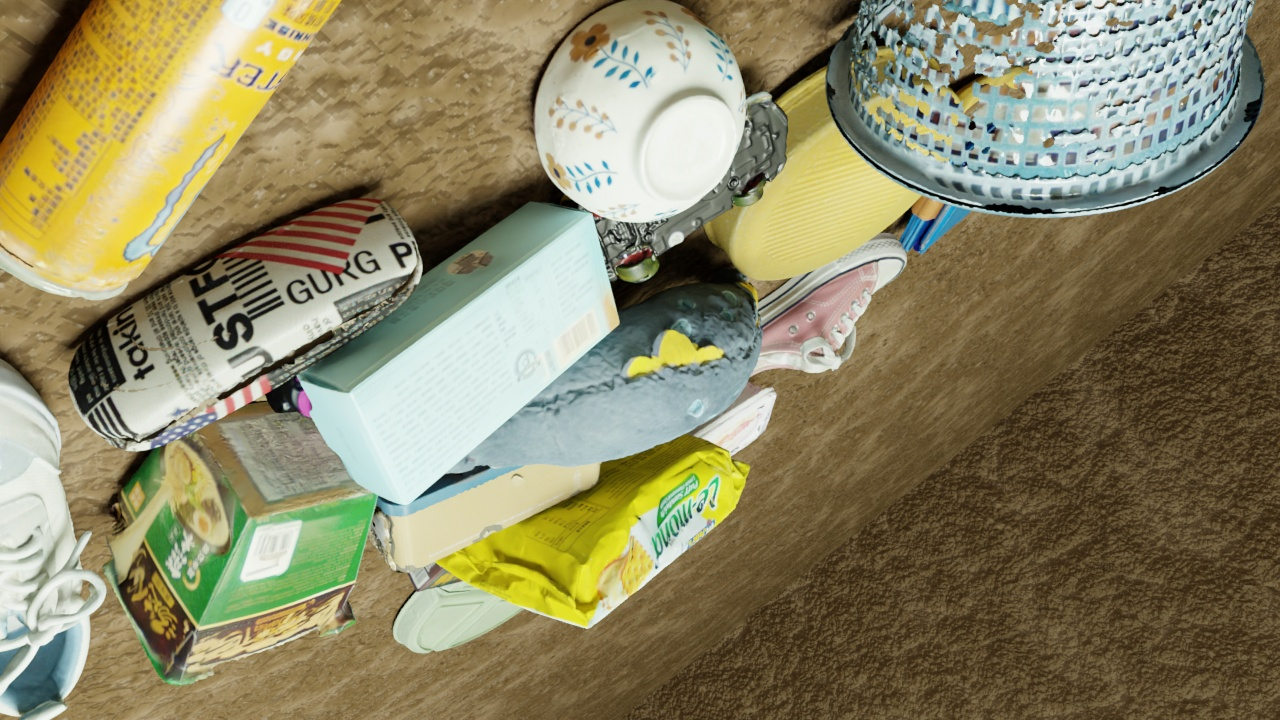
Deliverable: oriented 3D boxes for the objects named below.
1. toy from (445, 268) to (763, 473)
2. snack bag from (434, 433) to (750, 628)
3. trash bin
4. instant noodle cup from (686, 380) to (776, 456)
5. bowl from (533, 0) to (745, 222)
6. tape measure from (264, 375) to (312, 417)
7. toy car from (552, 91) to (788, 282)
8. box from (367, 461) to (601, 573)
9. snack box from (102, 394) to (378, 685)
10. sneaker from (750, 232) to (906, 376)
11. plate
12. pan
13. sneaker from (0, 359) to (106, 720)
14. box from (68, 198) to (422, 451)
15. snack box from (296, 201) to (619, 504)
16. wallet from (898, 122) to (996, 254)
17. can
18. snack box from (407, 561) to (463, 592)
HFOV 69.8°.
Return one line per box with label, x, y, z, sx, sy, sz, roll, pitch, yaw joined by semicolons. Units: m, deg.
toy;-0.004;0.003;0.602;0.355;0.138;0.091;-26;115;-39
snack bag;-0.040;0.109;0.714;0.245;0.158;0.068;-25;121;-53
trash bin;0.204;-0.217;0.443;0.226;0.226;0.195;-32;144;-12
instant noodle cup;0.045;0.076;0.909;0.173;0.060;0.138;-31;160;-12
bowl;0.009;-0.117;0.462;0.113;0.062;0.114;-18;131;-22
tape measure;-0.170;0.005;0.502;0.058;0.039;0.057;-49;154;25
toy car;0.021;-0.106;0.553;0.155;0.041;0.071;-33;134;-7
box;-0.107;0.069;0.635;0.183;0.090;0.062;-25;131;-34
snack box;-0.212;0.087;0.504;0.118;0.117;0.106;-8;139;-54
sneaker;0.159;-0.029;0.846;0.240;0.088;0.118;-31;156;-13
plate;-0.154;0.240;0.977;0.230;0.027;0.231;-31;157;-15
pan;0.199;-0.171;0.698;0.356;0.078;0.198;-19;154;-24
sneaker;-0.303;0.100;0.424;0.089;0.090;0.243;-21;151;-37
box;-0.177;-0.022;0.414;0.164;0.072;0.060;-35;132;-13
snack box;-0.088;-0.010;0.482;0.174;0.052;0.074;-43;134;-34
wallet;0.298;-0.166;0.856;0.106;0.040;0.133;-37;158;-25
can;-0.164;-0.090;0.310;0.146;0.058;0.058;-45;156;17
snack box;-0.132;0.141;0.805;0.126;0.053;0.113;-44;157;27
